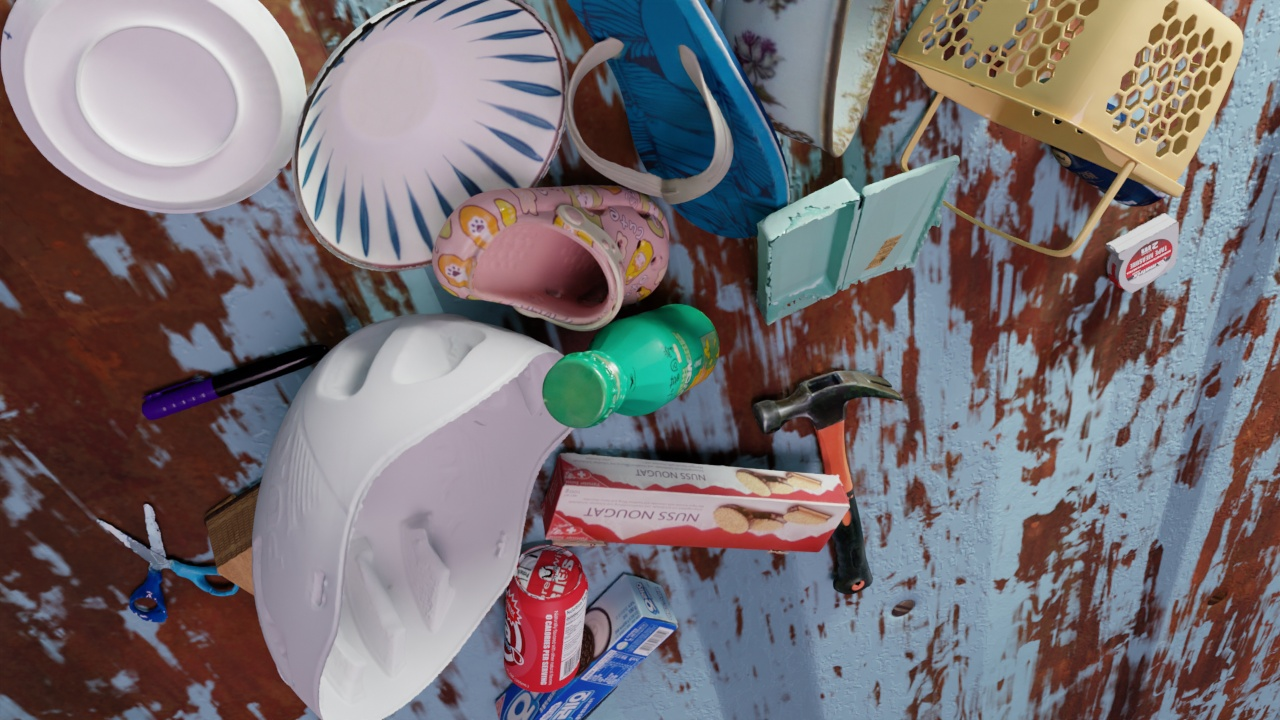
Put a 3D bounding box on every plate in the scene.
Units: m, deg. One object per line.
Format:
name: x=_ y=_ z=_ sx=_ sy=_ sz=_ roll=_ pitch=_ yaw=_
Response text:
plate: x=-0.274 y=-0.152 z=0.525 sx=0.157 sy=0.014 sz=0.157 roll=-10 pitch=130 yaw=-13

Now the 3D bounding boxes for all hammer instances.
hammer: x=0.201 y=0.137 z=0.922 sx=0.133 sy=0.033 sz=0.333 roll=-22 pitch=132 yaw=-4

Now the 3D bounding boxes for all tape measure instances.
tape measure: x=0.457 y=-0.097 z=0.838 sx=0.060 sy=0.020 sz=0.062 roll=-28 pitch=132 yaw=2

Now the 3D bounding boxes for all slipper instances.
slipper: x=-0.041 y=-0.063 z=0.605 sx=0.196 sy=0.081 sz=0.093 roll=-3 pitch=132 yaw=-49
slipper: x=0.014 y=-0.142 z=0.539 sx=0.060 sy=0.118 sz=0.295 roll=-63 pitch=149 yaw=-16

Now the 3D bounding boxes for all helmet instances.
helmet: x=-0.153 y=0.107 z=0.628 sx=0.223 sy=0.184 sz=0.282 roll=0 pitch=98 yaw=-64

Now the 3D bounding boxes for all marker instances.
marker: x=-0.286 y=0.013 z=0.649 sx=0.134 sy=0.015 sz=0.018 roll=-20 pitch=103 yaw=-5

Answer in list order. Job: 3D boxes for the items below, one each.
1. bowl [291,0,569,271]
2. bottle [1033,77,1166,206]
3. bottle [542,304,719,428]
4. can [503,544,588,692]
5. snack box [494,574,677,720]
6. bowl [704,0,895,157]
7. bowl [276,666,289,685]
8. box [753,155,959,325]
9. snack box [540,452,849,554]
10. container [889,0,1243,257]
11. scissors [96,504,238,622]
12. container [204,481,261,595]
bowl: x=-0.132 y=-0.143 z=0.532 sx=0.177 sy=0.071 sz=0.178 roll=-34 pitch=151 yaw=-22
bottle: x=0.359 y=-0.171 z=0.720 sx=0.160 sy=0.056 sz=0.056 roll=18 pitch=118 yaw=-31
bottle: x=-0.004 y=0.004 z=0.633 sx=0.068 sy=0.068 sz=0.209 roll=-51 pitch=170 yaw=20
can: x=-0.090 y=0.246 z=0.866 sx=0.074 sy=0.074 sz=0.143 roll=-5 pitch=128 yaw=-17
snack box: x=-0.059 y=0.315 z=0.944 sx=0.059 sy=0.059 sz=0.227 roll=26 pitch=115 yaw=-38
bowl: x=0.093 y=-0.211 z=0.550 sx=0.094 sy=0.159 sz=0.160 roll=17 pitch=129 yaw=17
bowl: x=-0.248 y=0.227 z=0.798 sx=0.131 sy=0.064 sz=0.132 roll=-10 pitch=129 yaw=-13
box: x=0.149 y=-0.083 z=0.664 sx=0.136 sy=0.033 sz=0.187 roll=-26 pitch=165 yaw=-1
snack box: x=0.052 y=0.134 z=0.830 sx=0.272 sy=0.044 sz=0.077 roll=7 pitch=130 yaw=-18
container: x=0.255 y=-0.169 z=0.600 sx=0.129 sy=0.183 sz=0.167 roll=15 pitch=113 yaw=-30
scissors: x=-0.393 y=0.167 z=0.731 sx=0.104 sy=0.015 sz=0.133 roll=-30 pitch=129 yaw=5
container: x=-0.277 y=0.129 z=0.713 sx=0.114 sy=0.061 sz=0.063 roll=-32 pitch=131 yaw=5
